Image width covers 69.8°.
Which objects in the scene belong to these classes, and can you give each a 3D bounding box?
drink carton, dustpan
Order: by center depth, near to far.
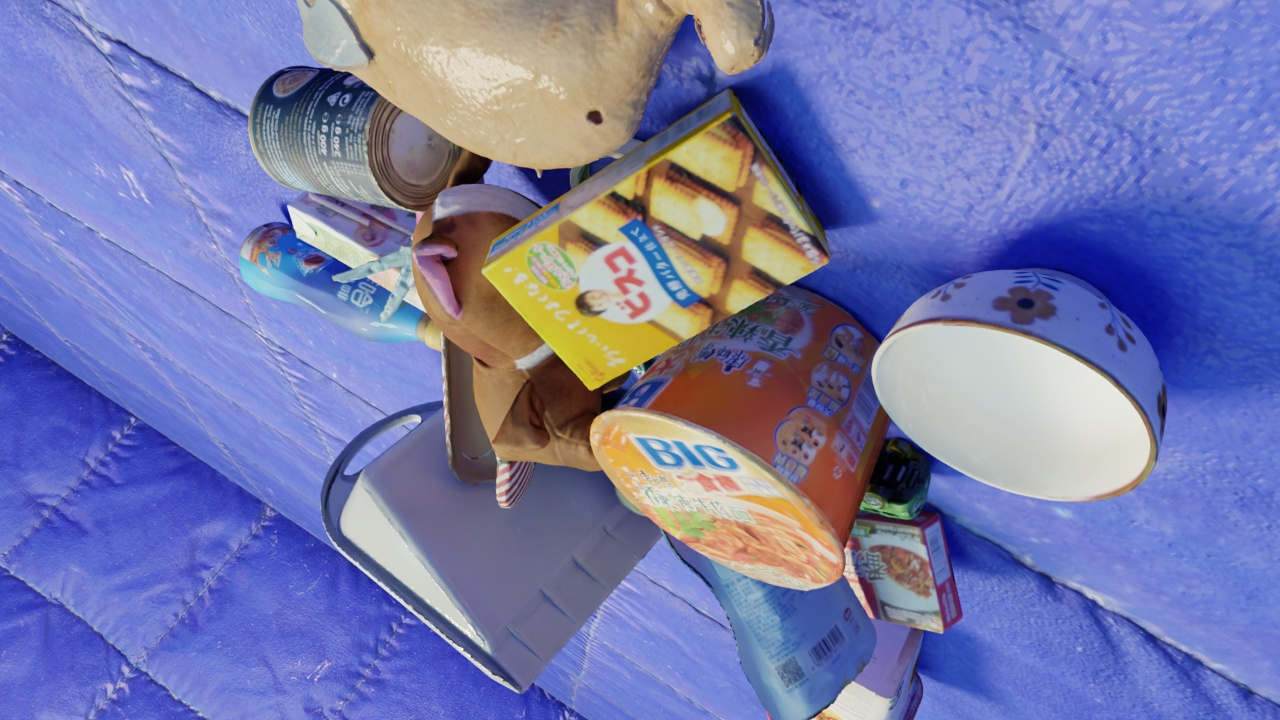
[{"bbox_3d":[-0.186,-0.089,0.655,0.122,0.053,0.046,30,151,10],"label":"drink carton"},{"bbox_3d":[-0.140,0.126,0.789,0.258,0.222,0.143,45,143,4],"label":"dustpan"}]

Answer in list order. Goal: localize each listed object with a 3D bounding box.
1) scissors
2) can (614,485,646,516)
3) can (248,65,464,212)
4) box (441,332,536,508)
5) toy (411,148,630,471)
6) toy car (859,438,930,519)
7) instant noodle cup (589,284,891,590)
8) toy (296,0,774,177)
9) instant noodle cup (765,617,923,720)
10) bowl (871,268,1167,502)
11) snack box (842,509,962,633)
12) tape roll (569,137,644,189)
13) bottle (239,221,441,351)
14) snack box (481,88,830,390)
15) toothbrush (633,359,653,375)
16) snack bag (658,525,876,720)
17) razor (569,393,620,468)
[{"bbox_3d":[-0.144,-0.079,0.594,0.134,0.017,0.113,-15,124,10],"label":"scissors"},{"bbox_3d":[0.037,0.094,0.694,0.116,0.058,0.058,-1,137,50],"label":"can"},{"bbox_3d":[-0.162,-0.130,0.533,0.111,0.075,0.075,16,148,34],"label":"can"},{"bbox_3d":[-0.101,0.030,0.671,0.088,0.076,0.163,-140,49,-58],"label":"box"},{"bbox_3d":[-0.062,-0.024,0.531,0.131,0.140,0.200,-18,126,13],"label":"toy"},{"bbox_3d":[0.130,0.069,0.557,0.091,0.043,0.036,14,148,37],"label":"toy car"},{"bbox_3d":[0.064,0.036,0.501,0.151,0.111,0.152,28,153,15],"label":"instant noodle cup"},{"bbox_3d":[-0.046,-0.140,0.371,0.226,0.082,0.144,23,146,20],"label":"toy"},{"bbox_3d":[0.176,0.261,0.764,0.117,0.116,0.124,24,140,22],"label":"instant noodle cup"},{"bbox_3d":[0.163,0.002,0.385,0.113,0.062,0.114,29,153,16],"label":"bowl"},{"bbox_3d":[0.144,0.138,0.639,0.153,0.025,0.075,-3,104,52],"label":"snack box"},{"bbox_3d":[0.001,-0.082,0.489,0.086,0.013,0.086,28,154,15],"label":"tape roll"},{"bbox_3d":[-0.237,-0.055,0.759,0.219,0.065,0.065,23,152,24],"label":"bottle"},{"bbox_3d":[0.007,-0.052,0.431,0.141,0.033,0.087,-27,121,23],"label":"snack box"},{"bbox_3d":[-0.004,0.004,0.635,0.191,0.018,0.016,33,155,4],"label":"toothbrush"},{"bbox_3d":[0.077,0.126,0.588,0.191,0.110,0.039,60,151,0],"label":"snack bag"},{"bbox_3d":[-0.011,0.054,0.693,0.168,0.062,0.067,1,107,41],"label":"razor"}]
